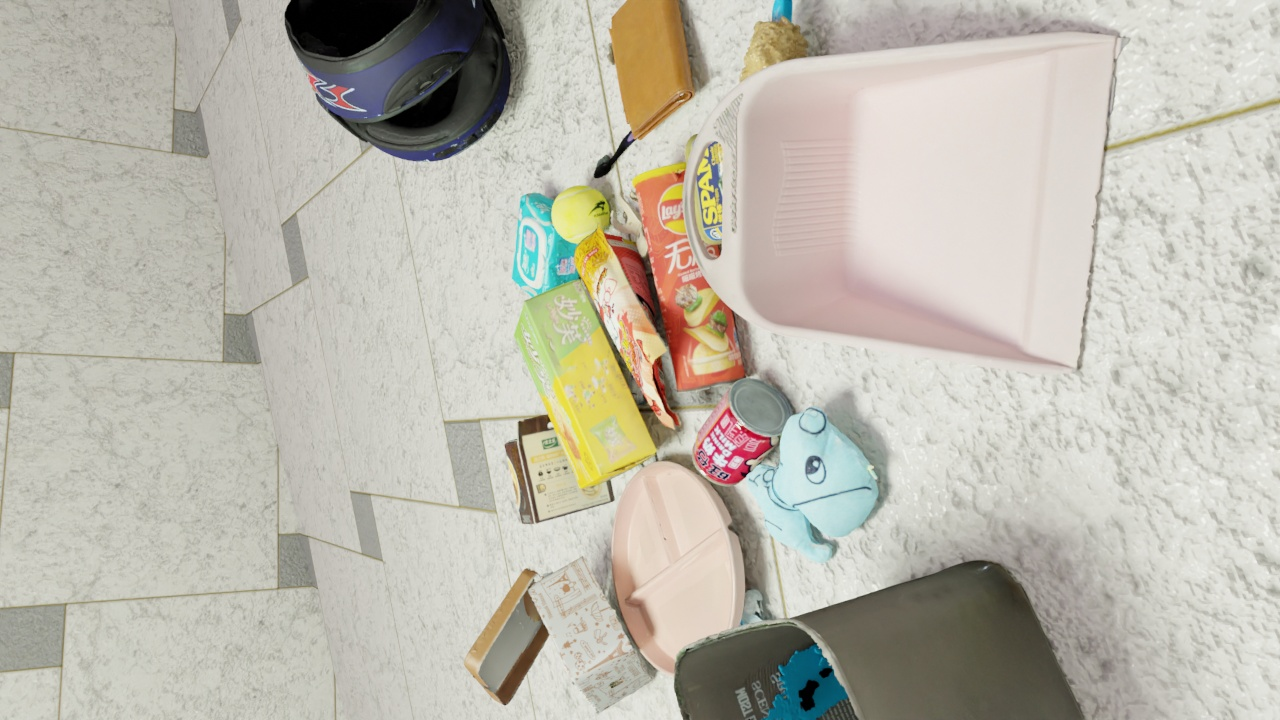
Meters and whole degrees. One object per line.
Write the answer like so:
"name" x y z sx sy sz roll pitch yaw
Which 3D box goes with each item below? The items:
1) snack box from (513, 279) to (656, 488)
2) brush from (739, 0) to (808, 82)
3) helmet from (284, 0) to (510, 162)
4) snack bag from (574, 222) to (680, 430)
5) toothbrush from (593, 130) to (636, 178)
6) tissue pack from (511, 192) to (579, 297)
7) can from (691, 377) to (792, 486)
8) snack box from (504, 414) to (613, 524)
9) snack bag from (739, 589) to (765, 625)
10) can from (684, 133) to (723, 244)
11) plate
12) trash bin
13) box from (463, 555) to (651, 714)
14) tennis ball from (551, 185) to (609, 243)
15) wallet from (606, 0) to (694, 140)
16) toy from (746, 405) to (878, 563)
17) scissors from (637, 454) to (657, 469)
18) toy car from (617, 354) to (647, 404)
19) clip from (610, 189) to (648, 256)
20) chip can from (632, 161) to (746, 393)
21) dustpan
"snack box" -0.068 0.033 1.033 0.210 0.070 0.158 65 164 7
"brush" 0.104 -0.307 0.747 0.046 0.083 0.254 -8 85 39
"helmet" -0.274 -0.361 1.118 0.315 0.247 0.240 54 -178 42
"snack bag" -0.007 -0.040 0.936 0.129 0.073 0.207 79 171 -50
"toothbrush" -0.004 -0.243 0.966 0.190 0.014 0.016 -34 47 53
"tissue pack" -0.116 -0.130 1.129 0.093 0.050 0.134 39 130 43
"can" 0.094 0.070 0.868 0.066 0.066 0.094 59 141 26
"snack box" -0.100 0.127 1.126 0.053 0.113 0.125 -17 85 57
"snack bag" 0.082 0.300 0.984 0.191 0.038 0.110 -25 71 55
"can" 0.091 -0.160 0.813 0.083 0.057 0.102 -3 97 54
"plate" 0.038 0.223 0.990 0.230 0.028 0.229 -3 87 56
"trash bin" 0.177 0.259 0.668 0.199 0.219 0.199 -40 67 52
"box" -0.112 0.345 1.090 0.155 0.187 0.183 54 168 32
"tennis ball" -0.067 -0.165 1.034 0.065 0.065 0.065 22 117 51
"wallet" 0.008 -0.299 0.905 0.108 0.031 0.131 -26 70 55
"toy" 0.152 0.113 0.809 0.157 0.049 0.161 -5 111 48
"scissors" 0.037 0.183 1.035 0.157 0.012 0.166 16 112 55
"toy car" -0.006 0.006 1.026 0.043 0.034 0.091 30 123 52
"clip" 0.003 -0.141 0.962 0.100 0.071 0.035 52 133 42
"chip can" 0.047 -0.079 0.887 0.073 0.073 0.216 -11 90 56
"dustpan" 0.165 -0.106 0.648 0.274 0.138 0.223 16 112 54
